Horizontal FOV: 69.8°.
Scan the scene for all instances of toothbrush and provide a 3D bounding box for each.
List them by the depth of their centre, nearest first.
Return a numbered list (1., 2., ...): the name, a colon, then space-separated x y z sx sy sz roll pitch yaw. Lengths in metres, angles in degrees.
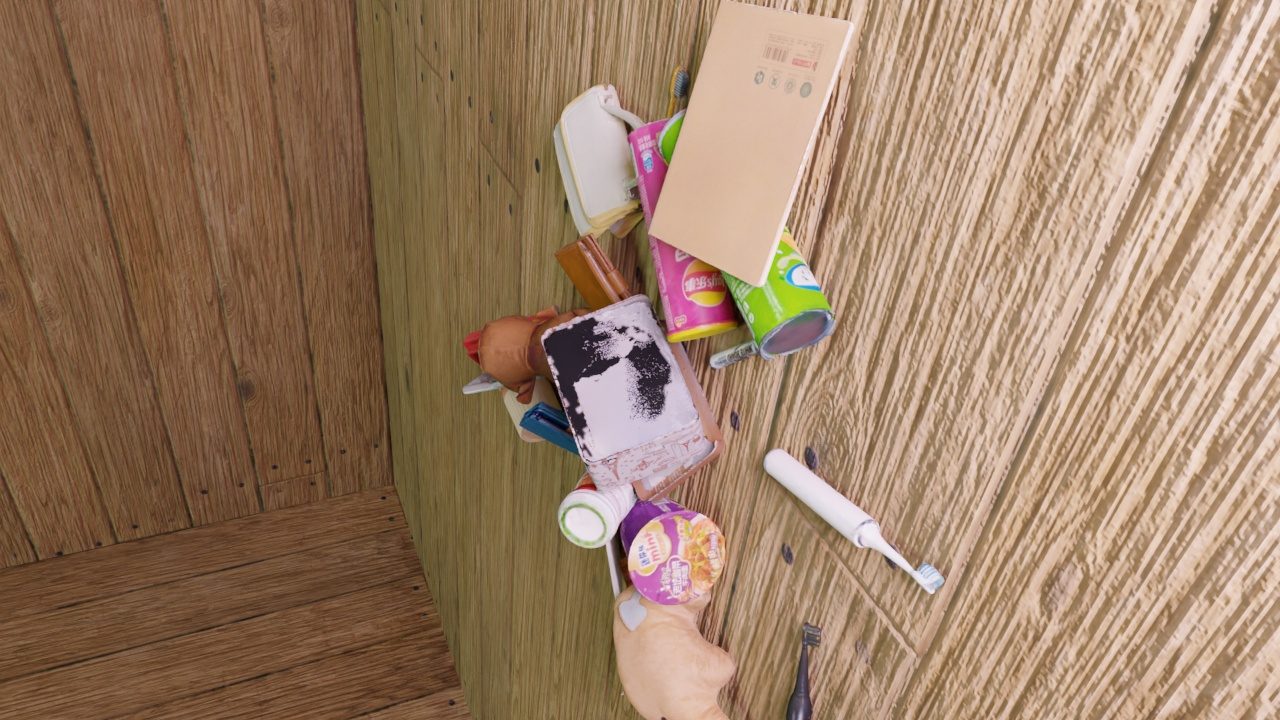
1. toothbrush: 0.172 0.131 0.769 0.027 0.026 0.221 47 176 -32
2. toothbrush: 0.157 0.344 0.902 0.027 0.026 0.213 15 117 27
3. toothbrush: 0.028 -0.219 0.973 0.018 0.016 0.192 50 143 36

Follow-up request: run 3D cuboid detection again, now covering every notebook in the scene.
1. notebook: 0.082 -0.180 0.749 0.148 0.008 0.208 33 112 45
2. notebook: -0.041 0.234 1.240 0.209 0.012 0.150 -114 15 -86

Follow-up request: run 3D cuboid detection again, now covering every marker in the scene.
1. marker: 0.102 -0.010 0.884 0.146 0.016 0.017 155 103 -67

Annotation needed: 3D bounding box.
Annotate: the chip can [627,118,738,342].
1. chip can: 0.041 -0.128 0.908 0.071 0.071 0.210 161 98 -67

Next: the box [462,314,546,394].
1. box: -0.198 0.004 1.403 0.202 0.095 0.099 -12 44 41

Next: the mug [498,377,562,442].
1. mug: -0.176 0.078 1.506 0.115 0.081 0.105 85 161 -54

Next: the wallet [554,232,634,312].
1. wallet: -0.047 -0.090 1.125 0.130 0.035 0.119 56 155 -12

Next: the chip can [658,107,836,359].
1. chip can: 0.088 -0.115 0.799 0.072 0.072 0.235 115 139 -54

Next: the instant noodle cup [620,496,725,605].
1. instant noodle cup: 0.028 0.210 1.050 0.099 0.111 0.111 -148 51 -72

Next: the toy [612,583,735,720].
1. toy: 0.040 0.361 1.066 0.144 0.082 0.225 -28 69 25

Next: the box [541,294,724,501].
1. box: -0.003 0.050 1.018 0.168 0.150 0.181 75 175 -59

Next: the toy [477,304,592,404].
1. toy: -0.123 -0.010 1.259 0.200 0.130 0.140 -5 82 38

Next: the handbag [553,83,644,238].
1. handbag: -0.039 -0.238 1.070 0.179 0.063 0.163 -29 75 63

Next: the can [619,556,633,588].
1. can: 0.021 0.314 1.164 0.058 0.058 0.146 120 134 -58

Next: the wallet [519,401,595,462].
1. wallet: -0.098 0.103 1.281 0.040 0.133 0.107 -67 13 -19

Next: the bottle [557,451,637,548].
1. bottle: -0.031 0.144 1.080 0.196 0.068 0.068 -48 -39 -62
